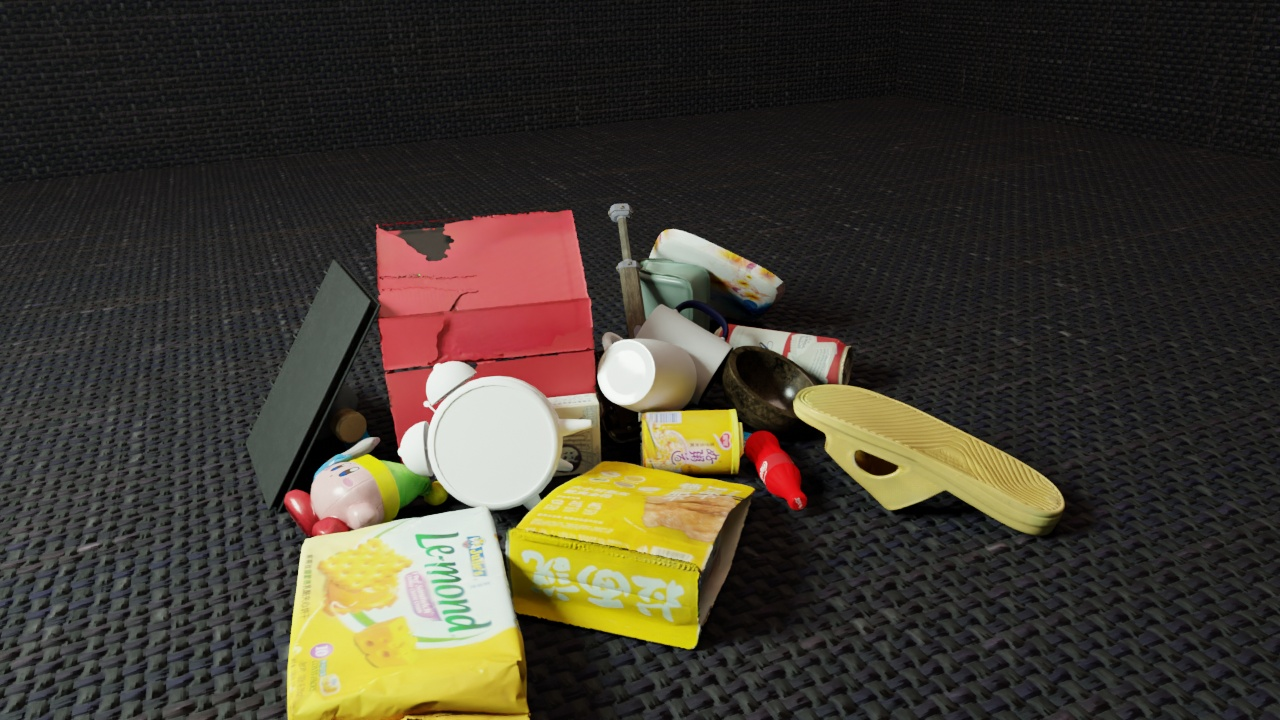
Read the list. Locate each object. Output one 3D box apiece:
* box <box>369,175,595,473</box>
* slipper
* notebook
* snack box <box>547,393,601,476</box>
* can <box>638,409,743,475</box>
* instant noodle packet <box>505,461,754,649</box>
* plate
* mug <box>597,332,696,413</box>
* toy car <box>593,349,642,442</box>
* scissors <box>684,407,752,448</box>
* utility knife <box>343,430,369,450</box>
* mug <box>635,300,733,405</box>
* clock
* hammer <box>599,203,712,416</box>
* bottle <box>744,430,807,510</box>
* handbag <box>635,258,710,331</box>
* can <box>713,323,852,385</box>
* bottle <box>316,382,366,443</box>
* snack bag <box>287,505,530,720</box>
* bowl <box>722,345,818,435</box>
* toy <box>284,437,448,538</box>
[{"bbox_3d":[-0.158,-0.038,0.950,0.211,0.315,0.124,-6,5,-9],"label":"box"},{"bbox_3d":[0.267,0.103,0.886,0.263,0.079,0.099,26,32,16],"label":"slipper"},{"bbox_3d":[-0.348,0.018,0.958,0.019,0.231,0.169,23,7,-36],"label":"notebook"},{"bbox_3d":[-0.116,0.082,0.945,0.150,0.082,0.026,-6,24,-9],"label":"snack box"},{"bbox_3d":[0.051,0.085,0.945,0.105,0.068,0.067,-1,24,1],"label":"can"},{"bbox_3d":[0.002,0.147,0.811,0.163,0.084,0.221,6,19,18],"label":"instant noodle packet"},{"bbox_3d":[0.099,-0.110,1.273,0.187,0.016,0.187,25,-17,-2],"label":"plate"},{"bbox_3d":[-0.006,0.006,0.978,0.114,0.081,0.087,44,15,24],"label":"mug"},{"bbox_3d":[-0.030,0.041,1.039,0.048,0.112,0.041,-10,-20,-26],"label":"toy car"},{"bbox_3d":[0.085,0.085,1.015,0.090,0.014,0.141,-21,32,-40],"label":"scissors"},{"bbox_3d":[-0.354,0.063,1.090,0.031,0.015,0.209,-14,25,-26],"label":"utility knife"},{"bbox_3d":[0.054,-0.019,1.062,0.097,0.079,0.111,32,66,9],"label":"mug"},{"bbox_3d":[-0.141,0.077,0.886,0.161,0.125,0.073,23,-1,-3],"label":"clock"},{"bbox_3d":[-0.005,-0.074,1.153,0.147,0.028,0.316,-3,59,-8],"label":"hammer"},{"bbox_3d":[0.138,0.112,0.917,0.036,0.036,0.119,-6,24,-10],"label":"bottle"},{"bbox_3d":[0.037,-0.072,1.237,0.106,0.122,0.067,11,27,27],"label":"handbag"},{"bbox_3d":[0.173,-0.003,1.139,0.170,0.067,0.067,9,26,23],"label":"can"},{"bbox_3d":[-0.364,0.053,1.049,0.161,0.046,0.072,21,63,46],"label":"bottle"},{"bbox_3d":[-0.176,0.202,0.691,0.159,0.068,0.247,-6,24,-14],"label":"snack bag"},{"bbox_3d":[0.141,0.043,1.032,0.121,0.056,0.121,20,33,-13],"label":"bowl"},{"bbox_3d":[-0.259,0.130,0.876,0.131,0.097,0.124,-40,34,-28],"label":"toy"}]
